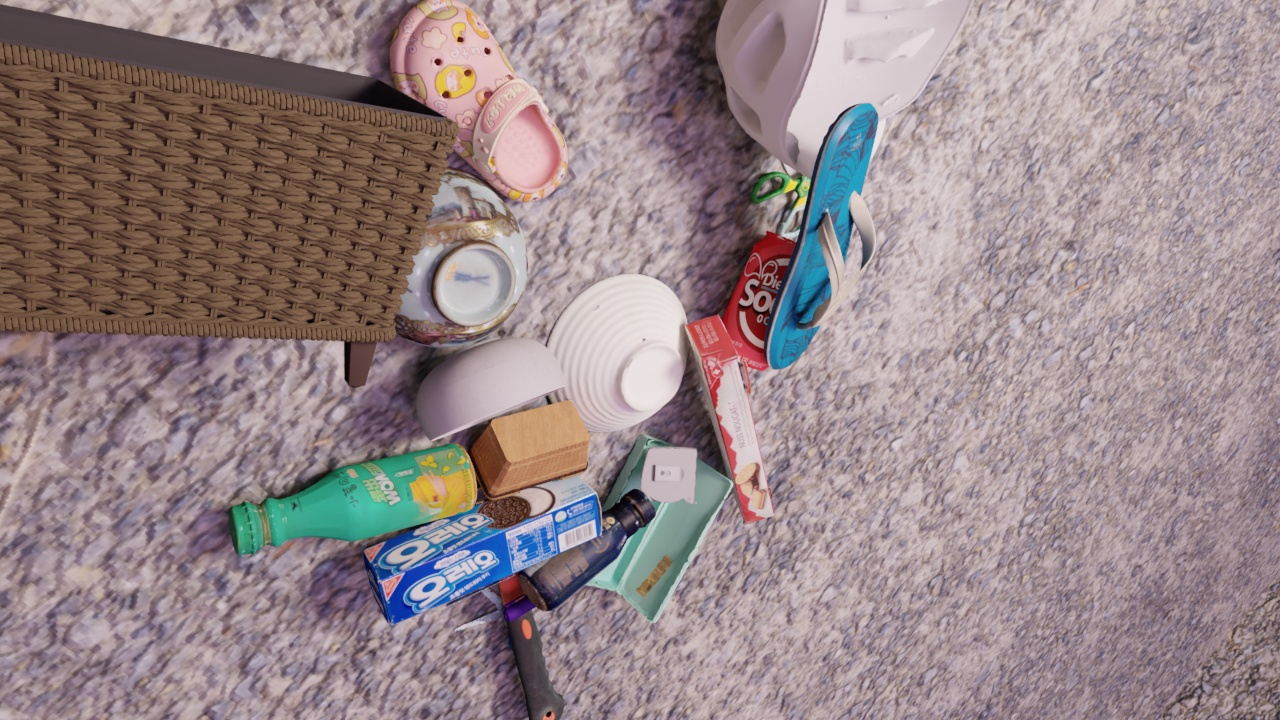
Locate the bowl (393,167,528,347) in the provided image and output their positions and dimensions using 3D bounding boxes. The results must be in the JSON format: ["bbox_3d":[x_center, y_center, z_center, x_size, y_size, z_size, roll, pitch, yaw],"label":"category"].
[{"bbox_3d":[-0.159,-0.077,0.784,0.159,0.094,0.160,-14,118,-29],"label":"bowl"}]

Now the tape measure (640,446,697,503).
[{"bbox_3d":[0.032,0.124,1.000,0.062,0.020,0.060,3,91,0],"label":"tape measure"}]

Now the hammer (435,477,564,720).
[{"bbox_3d":[-0.132,0.269,0.986,0.132,0.033,0.333,-23,117,-25],"label":"hammer"}]

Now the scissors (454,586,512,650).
[{"bbox_3d":[-0.142,0.281,1.010,0.127,0.014,0.129,-15,116,-27],"label":"scissors"}]

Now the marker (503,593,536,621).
[{"bbox_3d":[-0.088,0.239,0.977,0.133,0.015,0.018,-24,92,-31],"label":"marker"}]

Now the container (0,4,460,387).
[{"bbox_3d":[-0.318,-0.102,0.617,0.320,0.176,0.205,1,113,-35],"label":"container"}]

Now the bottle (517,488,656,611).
[{"bbox_3d":[-0.053,0.195,0.962,0.160,0.056,0.056,-35,127,-26],"label":"bottle"}]

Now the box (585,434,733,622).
[{"bbox_3d":[0.009,0.189,1.029,0.078,0.110,0.187,20,102,-57],"label":"box"}]

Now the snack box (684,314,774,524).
[{"bbox_3d":[0.104,0.072,1.011,0.044,0.076,0.273,-19,133,-1],"label":"snack box"}]

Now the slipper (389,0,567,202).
[{"bbox_3d":[-0.122,-0.204,0.761,0.093,0.081,0.197,-46,131,-7],"label":"slipper"}]

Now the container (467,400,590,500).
[{"bbox_3d":[-0.104,0.084,0.900,0.113,0.063,0.061,-14,151,-29],"label":"container"}]

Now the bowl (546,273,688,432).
[{"bbox_3d":[-0.006,0.006,0.942,0.177,0.071,0.177,-14,117,-29],"label":"bowl"}]

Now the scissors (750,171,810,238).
[{"bbox_3d":[0.180,-0.186,1.006,0.127,0.012,0.122,-22,130,-10],"label":"scissors"}]

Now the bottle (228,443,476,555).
[{"bbox_3d":[-0.256,0.128,0.827,0.209,0.068,0.068,-11,116,-30],"label":"bottle"}]

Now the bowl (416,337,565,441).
[{"bbox_3d":[-0.140,0.018,0.828,0.131,0.132,0.064,-22,89,-25],"label":"bowl"}]

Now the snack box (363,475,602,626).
[{"bbox_3d":[-0.148,0.176,0.889,0.226,0.059,0.059,-20,121,-25],"label":"snack box"}]

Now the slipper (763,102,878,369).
[{"bbox_3d":[0.194,-0.108,0.907,0.118,0.060,0.296,-36,146,-41],"label":"slipper"}]

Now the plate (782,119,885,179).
[{"bbox_3d":[0.216,-0.261,1.009,0.156,0.014,0.157,-15,119,-29],"label":"plate"}]

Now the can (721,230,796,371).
[{"bbox_3d":[0.138,-0.064,1.006,0.074,0.074,0.142,16,101,-38],"label":"can"}]

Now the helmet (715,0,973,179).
[{"bbox_3d":[0.202,-0.315,0.853,0.282,0.183,0.224,-31,156,2],"label":"helmet"}]
